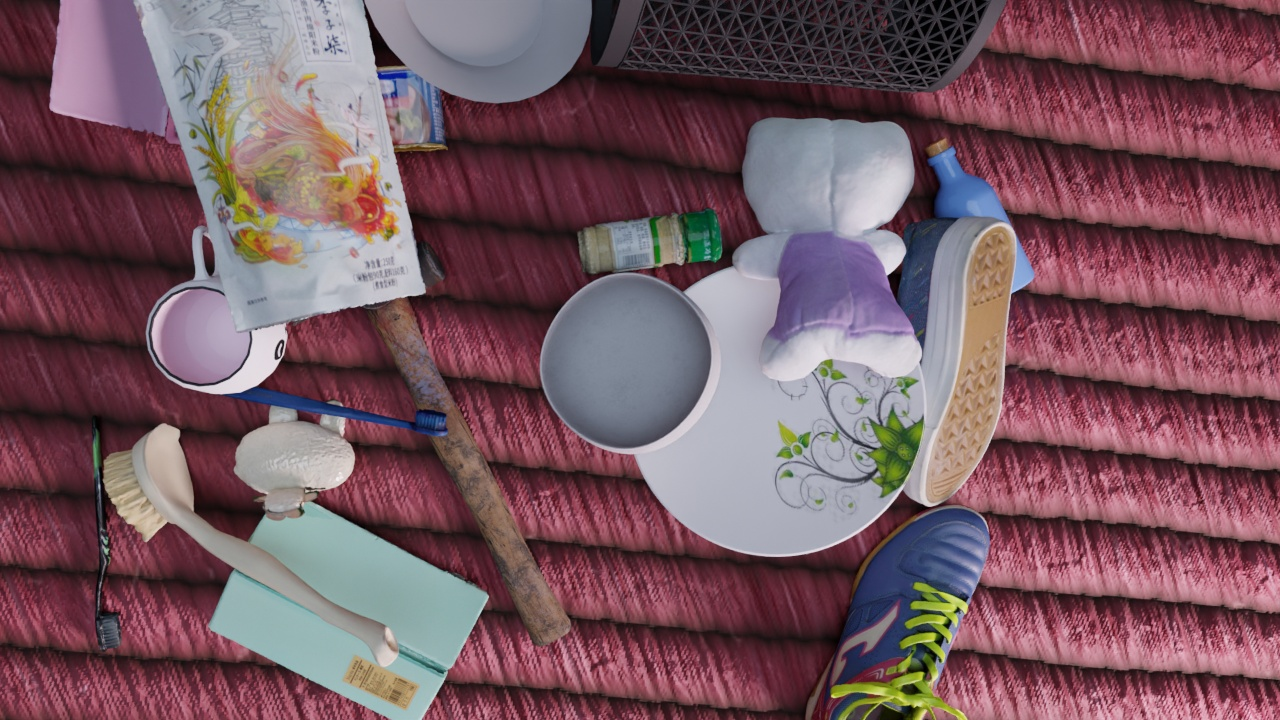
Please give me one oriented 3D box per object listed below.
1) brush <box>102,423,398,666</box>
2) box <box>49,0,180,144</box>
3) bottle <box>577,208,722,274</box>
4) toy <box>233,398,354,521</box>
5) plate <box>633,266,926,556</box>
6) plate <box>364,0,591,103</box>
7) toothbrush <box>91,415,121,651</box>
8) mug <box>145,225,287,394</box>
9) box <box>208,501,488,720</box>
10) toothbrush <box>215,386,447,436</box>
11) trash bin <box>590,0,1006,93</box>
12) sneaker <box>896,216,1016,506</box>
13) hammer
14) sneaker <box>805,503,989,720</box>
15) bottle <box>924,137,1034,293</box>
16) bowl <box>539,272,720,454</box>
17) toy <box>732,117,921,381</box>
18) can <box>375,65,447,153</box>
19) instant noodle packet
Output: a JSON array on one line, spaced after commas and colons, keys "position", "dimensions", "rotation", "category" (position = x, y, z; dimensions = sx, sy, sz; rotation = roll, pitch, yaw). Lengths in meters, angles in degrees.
[{"position": [-0.284, 0.140, 0.667], "dimensions": [0.272, 0.062, 0.077], "rotation": [32, 91, 14], "category": "brush"}, {"position": [-0.318, -0.272, 0.660], "dimensions": [0.172, 0.075, 0.233], "rotation": [8, 95, -33], "category": "box"}, {"position": [0.007, -0.091, 0.713], "dimensions": [0.110, 0.042, 0.042], "rotation": [-8, 96, -2], "category": "bottle"}, {"position": [-0.264, 0.077, 0.700], "dimensions": [0.087, 0.050, 0.112], "rotation": [3, 61, -9], "category": "toy"}, {"position": [0.104, 0.036, 0.721], "dimensions": [0.230, 0.030, 0.229], "rotation": [-2, 83, 13], "category": "plate"}, {"position": [-0.120, -0.273, 0.678], "dimensions": [0.172, 0.019, 0.172], "rotation": [1, 87, -25], "category": "plate"}, {"position": [-0.419, 0.136, 0.717], "dimensions": [0.017, 0.014, 0.188], "rotation": [-1, 95, -17], "category": "toothbrush"}, {"position": [-0.311, -0.037, 0.676], "dimensions": [0.090, 0.076, 0.124], "rotation": [-5, 95, -4], "category": "mug"}, {"position": [-0.231, 0.200, 0.722], "dimensions": [0.187, 0.056, 0.138], "rotation": [28, 86, -5], "category": "box"}, {"position": [-0.236, 0.033, 0.698], "dimensions": [0.190, 0.016, 0.017], "rotation": [9, 100, 8], "category": "toothbrush"}, {"position": [0.107, -0.288, 0.627], "dimensions": [0.243, 0.217, 0.217], "rotation": [8, 94, -12], "category": "trash bin"}, {"position": [0.233, -0.002, 0.725], "dimensions": [0.087, 0.079, 0.236], "rotation": [-11, 114, -34], "category": "sneaker"}, {"position": [-0.148, 0.081, 0.725], "dimensions": [0.120, 0.033, 0.330], "rotation": [-25, 97, 2], "category": "hammer"}, {"position": [0.219, 0.231, 0.732], "dimensions": [0.116, 0.091, 0.242], "rotation": [26, 92, -4], "category": "sneaker"}, {"position": [0.261, -0.114, 0.725], "dimensions": [0.048, 0.048, 0.131], "rotation": [-29, 97, -1], "category": "bottle"}, {"position": [-0.004, 0.004, 0.699], "dimensions": [0.132, 0.064, 0.131], "rotation": [-2, 82, 14], "category": "bowl"}, {"position": [0.136, -0.091, 0.674], "dimensions": [0.138, 0.085, 0.209], "rotation": [-2, 72, 5], "category": "toy"}, {"position": [-0.196, -0.184, 0.683], "dimensions": [0.100, 0.054, 0.059], "rotation": [-4, 98, -3], "category": "can"}, {"position": [-0.244, -0.163, 0.627], "dimensions": [0.146, 0.057, 0.269], "rotation": [-15, 99, -13], "category": "instant noodle packet"}]
